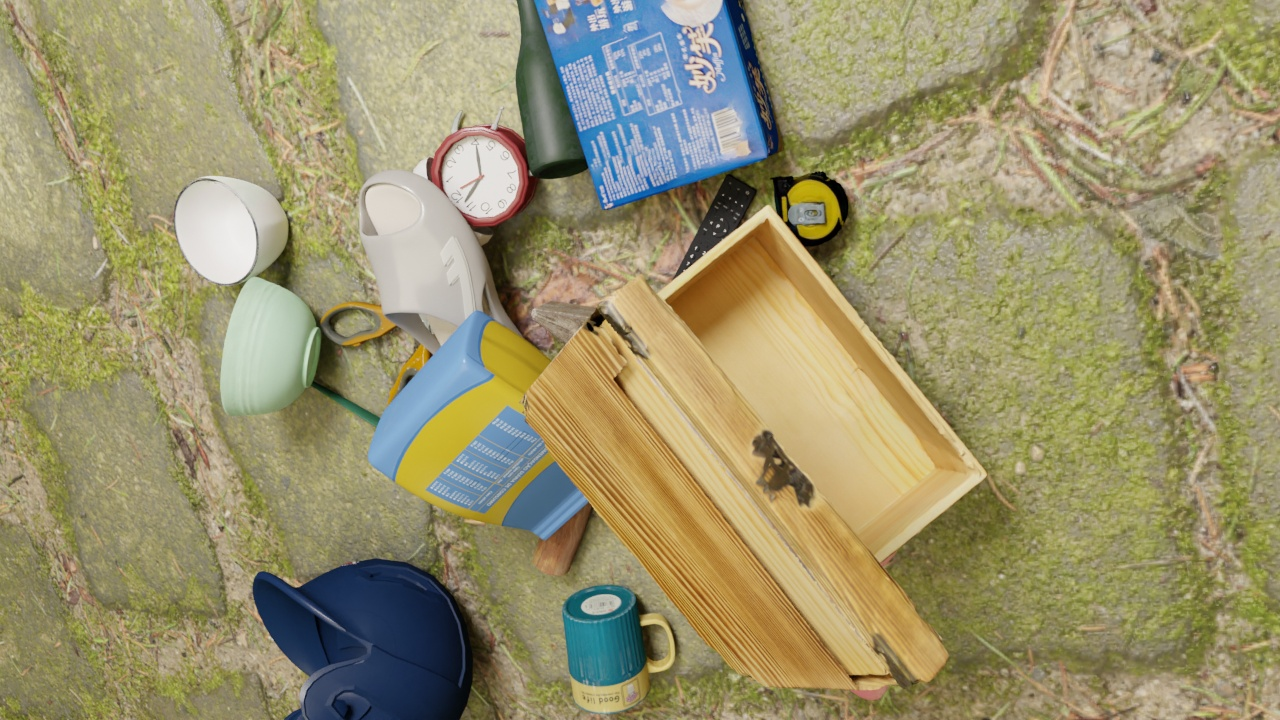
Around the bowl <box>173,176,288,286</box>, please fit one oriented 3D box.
[{"bbox_3d":[-0.434,-0.143,0.989,0.116,0.065,0.116,7,110,20],"label":"bowl"}]

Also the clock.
[{"bbox_3d":[-0.153,-0.166,0.859,0.138,0.048,0.096,-36,100,15],"label":"clock"}]

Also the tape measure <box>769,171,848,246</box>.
[{"bbox_3d":[0.142,-0.127,0.770,0.061,0.034,0.062,-5,106,22],"label":"tape measure"}]

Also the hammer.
[{"bbox_3d":[-0.062,0.092,0.927,0.158,0.037,0.301,23,114,14],"label":"hammer"}]

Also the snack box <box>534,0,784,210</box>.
[{"bbox_3d":[0.014,-0.247,0.764,0.155,0.069,0.203,-13,102,26],"label":"snack box"}]

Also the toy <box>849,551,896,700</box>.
[{"bbox_3d":[0.158,0.220,0.850,0.192,0.096,0.237,-35,102,15],"label":"toy"}]

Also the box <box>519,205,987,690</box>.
[{"bbox_3d":[0.073,0.070,0.644,0.284,0.323,0.279,-39,90,0],"label":"box"}]

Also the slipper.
[{"bbox_3d":[-0.191,-0.047,0.871,0.113,0.080,0.266,-3,126,33],"label":"slipper"}]

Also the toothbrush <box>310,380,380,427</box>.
[{"bbox_3d":[-0.329,0.055,1.039,0.190,0.016,0.017,28,113,12],"label":"toothbrush"}]

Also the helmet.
[{"bbox_3d":[-0.309,0.317,1.001,0.272,0.222,0.233,37,141,-2],"label":"helmet"}]

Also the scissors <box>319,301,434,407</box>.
[{"bbox_3d":[-0.254,-0.032,0.978,0.216,0.016,0.226,29,112,12],"label":"scissors"}]

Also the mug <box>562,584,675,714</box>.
[{"bbox_3d":[-0.021,0.298,0.963,0.113,0.083,0.107,-8,102,-4],"label":"mug"}]

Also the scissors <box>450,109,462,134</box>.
[{"bbox_3d":[-0.192,-0.165,0.906,0.125,0.019,0.154,-2,104,21],"label":"scissors"}]

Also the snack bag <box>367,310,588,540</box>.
[{"bbox_3d":[-0.122,0.076,0.859,0.205,0.102,0.159,37,115,-22],"label":"snack bag"}]

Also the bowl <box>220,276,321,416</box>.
[{"bbox_3d":[-0.389,-0.009,0.984,0.077,0.150,0.151,10,113,-10],"label":"bowl"}]

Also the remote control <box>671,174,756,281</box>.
[{"bbox_3d":[0.059,-0.099,0.828,0.030,0.009,0.140,32,117,10],"label":"remote control"}]

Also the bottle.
[{"bbox_3d":[-0.085,-0.251,0.808,0.055,0.055,0.174,-13,87,26],"label":"bottle"}]
